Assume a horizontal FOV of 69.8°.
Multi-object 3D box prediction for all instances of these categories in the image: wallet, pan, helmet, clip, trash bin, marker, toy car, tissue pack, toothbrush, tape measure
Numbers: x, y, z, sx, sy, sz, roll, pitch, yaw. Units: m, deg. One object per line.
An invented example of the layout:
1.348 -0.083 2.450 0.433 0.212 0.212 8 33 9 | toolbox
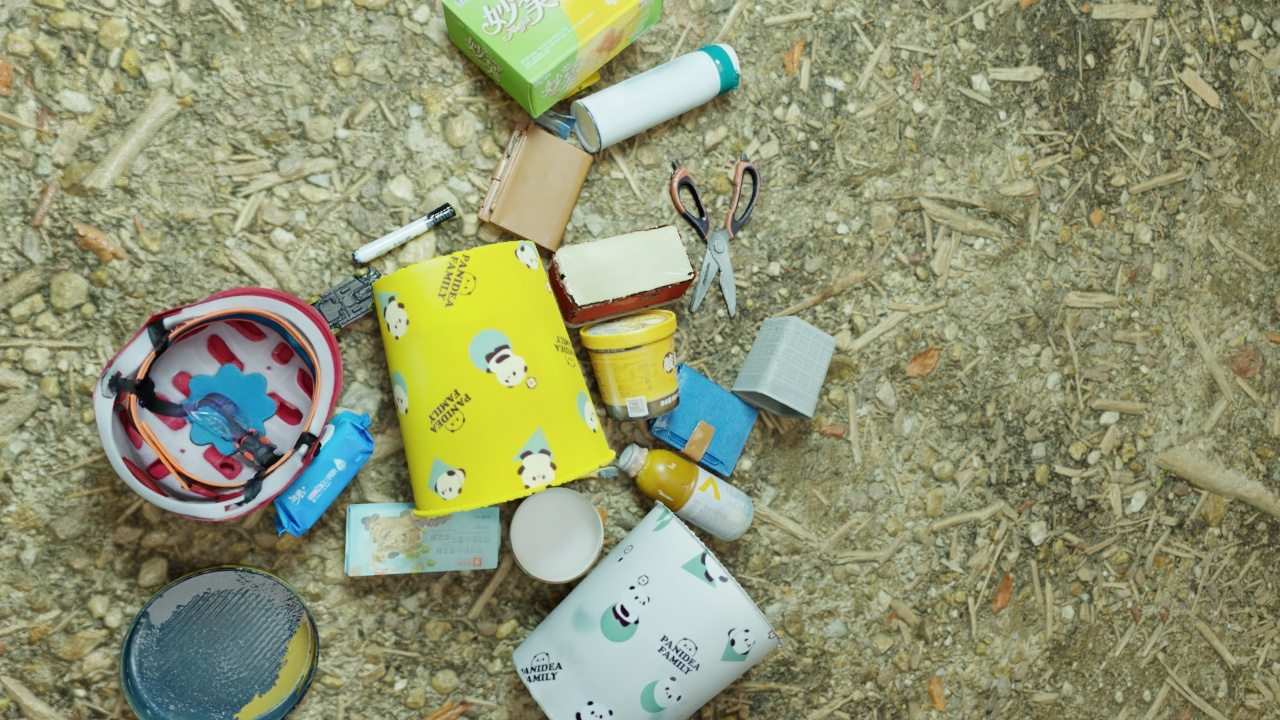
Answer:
-0.126 -0.210 1.112 0.107 0.031 0.131 23 83 -22 | wallet
-0.498 0.380 0.970 0.197 0.078 0.357 43 78 -17 | pan
-0.429 0.046 0.951 0.207 0.144 0.239 44 63 -11 | helmet
-0.108 -0.293 1.116 0.058 0.027 0.045 23 58 0 | clip
-0.171 0.016 1.010 0.229 0.230 0.255 -16 93 -20 | trash bin
-0.274 -0.148 1.064 0.130 0.018 0.023 -31 146 -18 | marker
0.082 0.079 1.202 0.133 0.040 0.106 31 77 -18 | wallet
-0.336 -0.064 1.038 0.106 0.031 0.049 -34 103 -17 | toy car
-0.351 0.121 1.007 0.052 0.095 0.157 42 79 -20 | tissue pack
-0.116 0.151 1.138 0.191 0.018 0.016 -6 93 -20 | toothbrush
0.002 0.335 1.090 0.251 0.230 0.229 -41 105 -10 | trash bin
-0.082 -0.332 1.110 0.029 0.057 0.059 62 32 -15 | tape measure

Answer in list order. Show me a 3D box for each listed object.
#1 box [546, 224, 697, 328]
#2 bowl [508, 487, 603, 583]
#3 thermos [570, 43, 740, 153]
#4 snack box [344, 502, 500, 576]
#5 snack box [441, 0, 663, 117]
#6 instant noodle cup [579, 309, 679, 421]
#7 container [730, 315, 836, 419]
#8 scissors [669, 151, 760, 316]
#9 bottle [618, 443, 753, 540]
-0.022 -0.109 1.117 0.168 0.080 0.091 -15 74 -20 | box
-0.106 0.211 1.116 0.113 0.062 0.113 2 82 -13 | bowl
0.023 -0.334 1.147 0.224 0.073 0.073 -29 102 -18 | thermos
-0.253 0.205 1.070 0.174 0.052 0.074 1 91 -20 | snack box
-0.099 -0.405 1.060 0.209 0.070 0.157 -42 77 -14 | snack box
-0.007 0.007 1.126 0.118 0.118 0.114 -16 105 -20 | instant noodle cup
0.193 0.008 1.213 0.090 0.090 0.114 27 80 -20 | container
0.101 -0.173 1.209 0.188 0.015 0.226 -38 105 -15 | scissors
0.058 0.166 1.178 0.189 0.068 0.068 31 81 -19 | bottle
